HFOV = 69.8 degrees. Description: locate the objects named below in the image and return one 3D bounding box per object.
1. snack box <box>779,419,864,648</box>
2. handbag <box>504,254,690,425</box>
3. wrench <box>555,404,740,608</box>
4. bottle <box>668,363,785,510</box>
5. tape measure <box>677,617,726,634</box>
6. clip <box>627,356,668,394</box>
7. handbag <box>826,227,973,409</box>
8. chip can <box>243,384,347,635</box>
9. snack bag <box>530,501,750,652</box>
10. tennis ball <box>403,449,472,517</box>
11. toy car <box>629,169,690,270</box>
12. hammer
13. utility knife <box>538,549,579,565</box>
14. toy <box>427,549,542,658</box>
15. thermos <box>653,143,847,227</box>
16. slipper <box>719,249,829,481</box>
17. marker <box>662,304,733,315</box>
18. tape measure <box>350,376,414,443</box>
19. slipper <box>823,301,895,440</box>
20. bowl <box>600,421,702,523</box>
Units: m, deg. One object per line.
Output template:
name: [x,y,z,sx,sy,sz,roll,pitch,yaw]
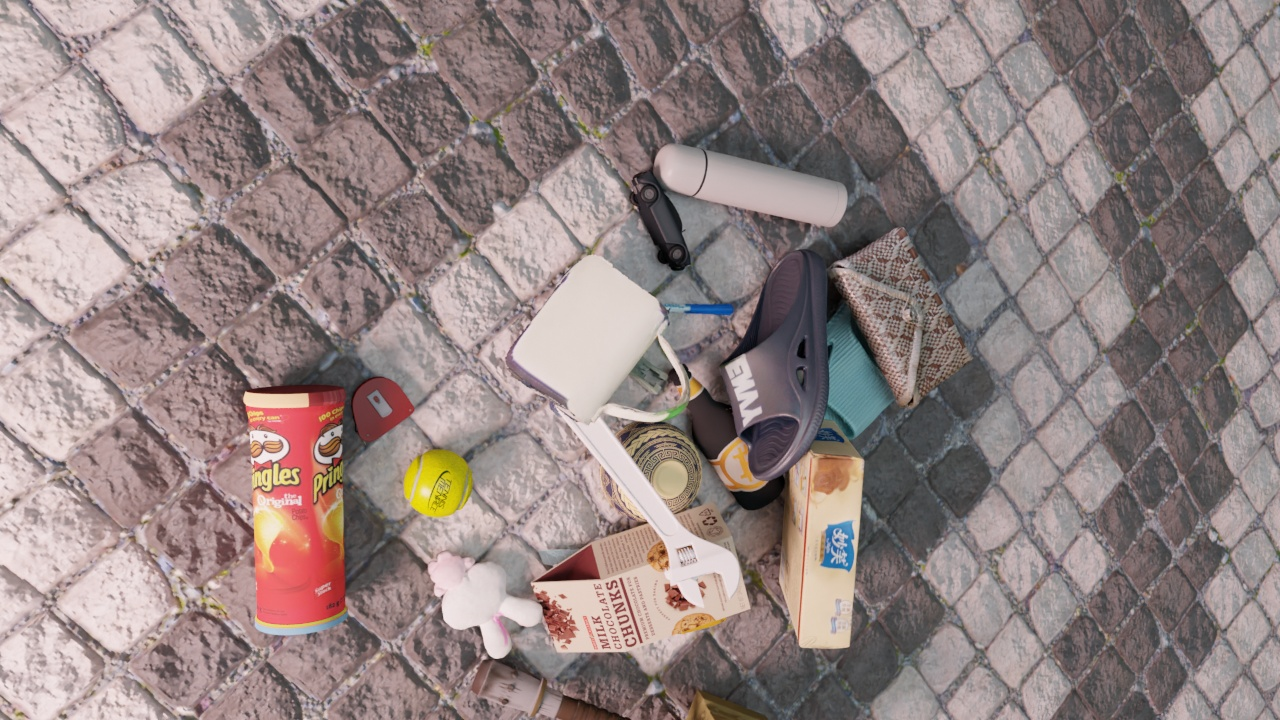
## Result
snack box: [0.192,0.180,0.991,0.055,0.153,0.207,2,101,1]
handbag: [-0.027,0.001,0.927,0.176,0.074,0.151,34,79,11]
wrench: [0.000,0.132,0.924,0.066,0.018,0.273,-36,72,-11]
bottle: [0.089,0.080,1.011,0.059,0.059,0.181,-40,107,-16]
tape measure: [0.068,0.270,1.030,0.068,0.030,0.059,-8,98,-22]
clip: [-0.006,0.006,0.989,0.076,0.023,0.043,37,78,-22]
handbag: [0.299,-0.050,1.043,0.123,0.047,0.186,-31,93,-32]
chip can: [-0.311,0.131,0.835,0.087,0.087,0.213,-2,95,-22]
snack bag: [-0.002,0.235,0.957,0.206,0.070,0.094,-18,114,-4]
tennis ball: [-0.196,0.120,0.892,0.065,0.065,0.065,-1,93,-23]
toy car: [0.023,-0.149,0.979,0.034,0.046,0.112,-29,101,-14]
hammer: [-0.017,0.381,0.947,0.325,0.190,0.100,22,84,-4]
utility knife: [-0.014,0.213,1.000,0.206,0.015,0.031,6,90,-26]
toy: [-0.164,0.240,0.927,0.125,0.037,0.076,43,85,-12]
thermos: [0.122,-0.193,1.013,0.224,0.052,0.052,8,90,-23]
slipper: [0.140,-0.009,0.973,0.083,0.111,0.267,21,64,-25]
marker: [0.037,-0.057,1.008,0.141,0.013,0.013,0,93,-22]
tape measure: [-0.256,0.045,0.888,0.059,0.019,0.051,-37,106,-16]
slipper: [0.258,-0.006,1.073,0.116,0.069,0.275,38,78,-17]
bowl: [0.020,0.122,0.984,0.112,0.061,0.112,-1,93,-22]
